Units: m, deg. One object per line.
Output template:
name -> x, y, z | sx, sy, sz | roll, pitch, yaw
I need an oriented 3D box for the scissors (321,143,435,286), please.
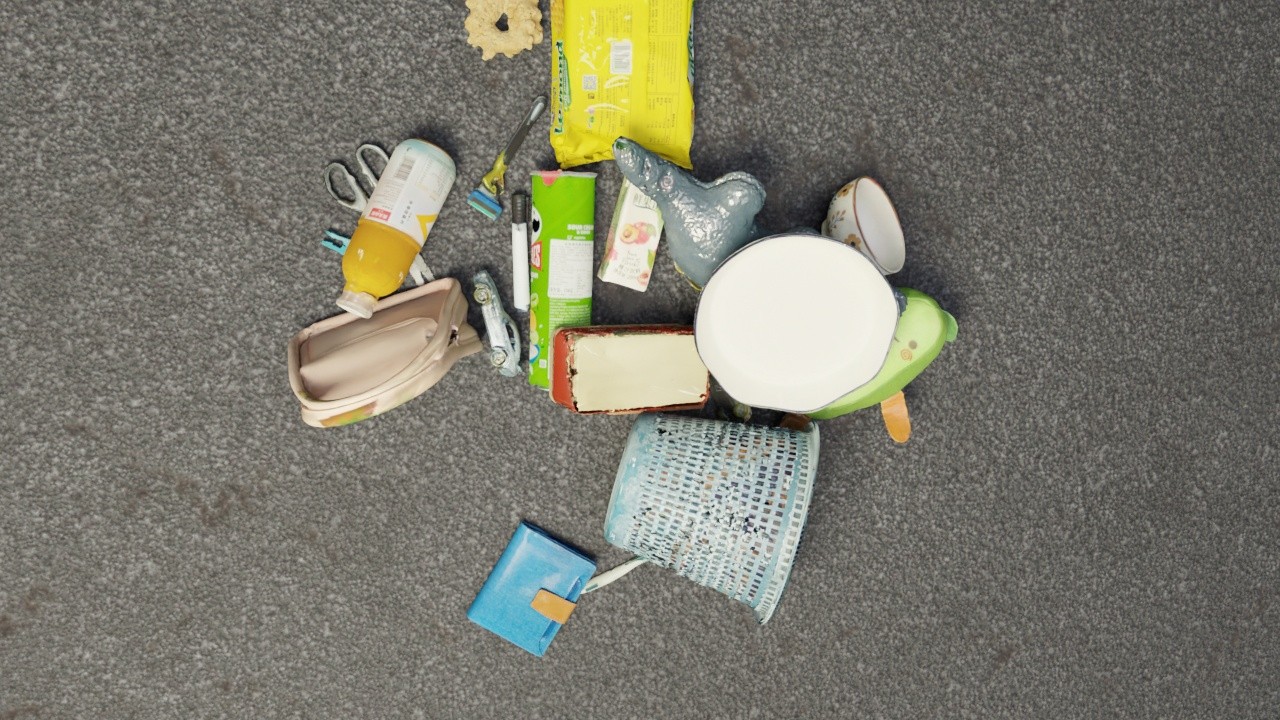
scissors -> -0.264, -0.152, 0.989 | 0.172, 0.014, 0.145 | 23, 97, -12

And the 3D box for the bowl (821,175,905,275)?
bowl -> 0.245, -0.144, 1.035 | 0.062, 0.113, 0.113 | -19, 107, 40

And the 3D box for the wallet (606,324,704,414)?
wallet -> 0.015, 0.010, 1.054 | 0.115, 0.020, 0.101 | -2, 101, -4

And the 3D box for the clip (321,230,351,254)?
clip -> -0.314, -0.121, 0.987 | 0.056, 0.014, 0.041 | 21, 96, -11

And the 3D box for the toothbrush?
toothbrush -> 0.011, 0.238, 1.100 | 0.191, 0.016, 0.018 | -26, 113, -4

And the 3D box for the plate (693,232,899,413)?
plate -> 0.158, -0.042, 0.951 | 0.205, 0.045, 0.205 | 2, 119, 4

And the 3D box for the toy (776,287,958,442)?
toy -> 0.238, -0.005, 1.046 | 0.247, 0.090, 0.227 | -29, 93, 11

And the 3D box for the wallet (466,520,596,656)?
wallet -> -0.126, 0.268, 1.074 | 0.106, 0.040, 0.133 | 31, 95, -8

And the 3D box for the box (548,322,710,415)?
box -> -0.006, 0.006, 0.973 | 0.168, 0.079, 0.091 | -3, 100, -29

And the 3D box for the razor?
razor -> -0.141, -0.224, 0.991 | 0.042, 0.022, 0.142 | 29, 90, -46

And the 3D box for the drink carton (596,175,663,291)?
drink carton -> -0.006, -0.143, 1.014 | 0.053, 0.045, 0.122 | 13, 99, -17

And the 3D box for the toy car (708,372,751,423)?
toy car -> 0.102, 0.032, 1.063 | 0.035, 0.042, 0.090 | -28, 98, -25

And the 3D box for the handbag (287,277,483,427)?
handbag -> -0.256, 0.005, 0.904 | 0.193, 0.234, 0.093 | -22, 108, -4

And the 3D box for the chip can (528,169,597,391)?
chip can -> -0.086, -0.086, 0.998 | 0.072, 0.072, 0.236 | 0, 100, -9

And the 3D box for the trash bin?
trash bin -> 0.071, 0.150, 1.005 | 0.195, 0.226, 0.226 | 16, 97, 3

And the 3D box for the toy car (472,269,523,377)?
toy car -> -0.156, -0.040, 1.005 | 0.037, 0.054, 0.120 | -17, 101, -3

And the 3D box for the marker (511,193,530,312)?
marker -> -0.131, -0.118, 1.013 | 0.022, 0.018, 0.131 | -10, 105, -38

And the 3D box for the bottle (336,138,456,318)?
bottle -> -0.254, -0.134, 0.942 | 0.068, 0.068, 0.189 | 25, 77, -12

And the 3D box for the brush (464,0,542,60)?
brush -> -0.130, -0.437, 0.950 | 0.083, 0.046, 0.255 | 8, 95, -6

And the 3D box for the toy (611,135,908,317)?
toy -> 0.110, -0.120, 0.981 | 0.356, 0.138, 0.091 | 30, 55, -13

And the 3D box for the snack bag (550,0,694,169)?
snack bag -> -0.017, -0.327, 0.969 | 0.158, 0.068, 0.246 | -1, 101, -8
